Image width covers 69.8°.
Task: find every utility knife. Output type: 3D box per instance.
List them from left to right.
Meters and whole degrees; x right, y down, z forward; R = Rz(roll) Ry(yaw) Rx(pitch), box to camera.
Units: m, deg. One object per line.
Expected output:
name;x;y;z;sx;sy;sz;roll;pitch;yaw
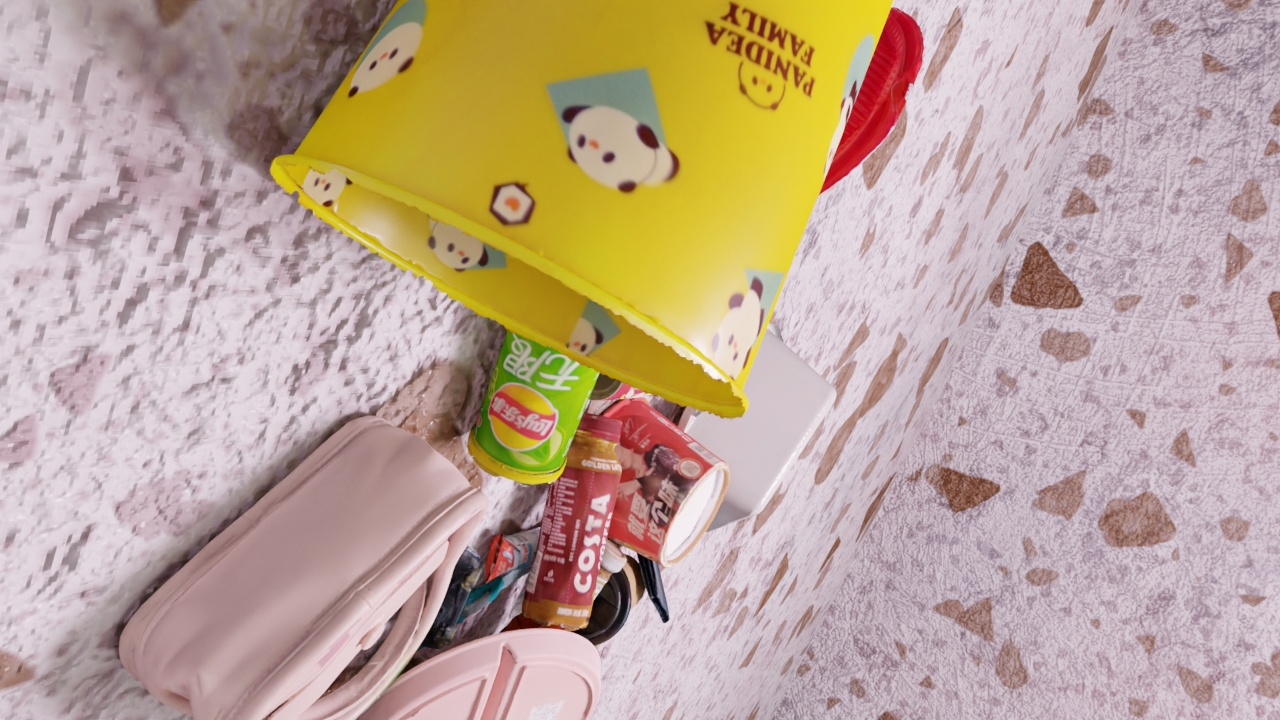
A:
utility knife;-0.141;0.203;0.763;0.217;0.013;0.029;-24;137;-54

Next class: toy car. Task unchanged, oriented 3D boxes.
toy car;-0.148;0.173;0.685;0.034;0.043;0.091;-74;-172;-71

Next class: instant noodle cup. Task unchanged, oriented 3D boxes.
instant noodle cup;0.009;0.116;0.844;0.137;0.108;0.138;-43;150;-33
instant noodle cup;0.096;-0.189;0.638;0.066;0.194;0.193;37;81;-32

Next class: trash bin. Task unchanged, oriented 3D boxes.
trash bin;-0.003;-0.137;0.427;0.255;0.230;0.229;-64;156;-7

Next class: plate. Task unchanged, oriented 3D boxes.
plate;-0.133;0.301;0.747;0.229;0.028;0.230;-18;137;-18

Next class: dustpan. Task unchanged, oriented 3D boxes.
dustpan;0.100;0.068;1.014;0.222;0.142;0.258;-53;-177;-15

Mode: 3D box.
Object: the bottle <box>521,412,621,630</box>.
bottle;-0.053;0.131;0.765;0.057;0.057;0.175;22;79;-66

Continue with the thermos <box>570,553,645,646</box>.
thermos;-0.042;0.225;0.902;0.093;0.093;0.143;-61;165;1

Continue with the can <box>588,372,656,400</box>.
can;-0.005;0.004;0.763;0.132;0.053;0.053;-1;117;-63

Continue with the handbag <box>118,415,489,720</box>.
handbag;-0.186;0.164;0.571;0.192;0.093;0.235;-44;160;-31

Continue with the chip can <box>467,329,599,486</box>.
chip can;-0.050;-0.025;0.602;0.072;0.072;0.222;-18;137;-56

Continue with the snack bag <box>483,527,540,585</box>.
snack bag;-0.101;0.162;0.780;0.104;0.026;0.048;15;97;-64

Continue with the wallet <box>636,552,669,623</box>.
wallet;0.009;0.206;0.961;0.019;0.120;0.097;-15;149;3

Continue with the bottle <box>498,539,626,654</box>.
bottle;-0.089;0.244;0.813;0.206;0.060;0.059;-50;156;3
